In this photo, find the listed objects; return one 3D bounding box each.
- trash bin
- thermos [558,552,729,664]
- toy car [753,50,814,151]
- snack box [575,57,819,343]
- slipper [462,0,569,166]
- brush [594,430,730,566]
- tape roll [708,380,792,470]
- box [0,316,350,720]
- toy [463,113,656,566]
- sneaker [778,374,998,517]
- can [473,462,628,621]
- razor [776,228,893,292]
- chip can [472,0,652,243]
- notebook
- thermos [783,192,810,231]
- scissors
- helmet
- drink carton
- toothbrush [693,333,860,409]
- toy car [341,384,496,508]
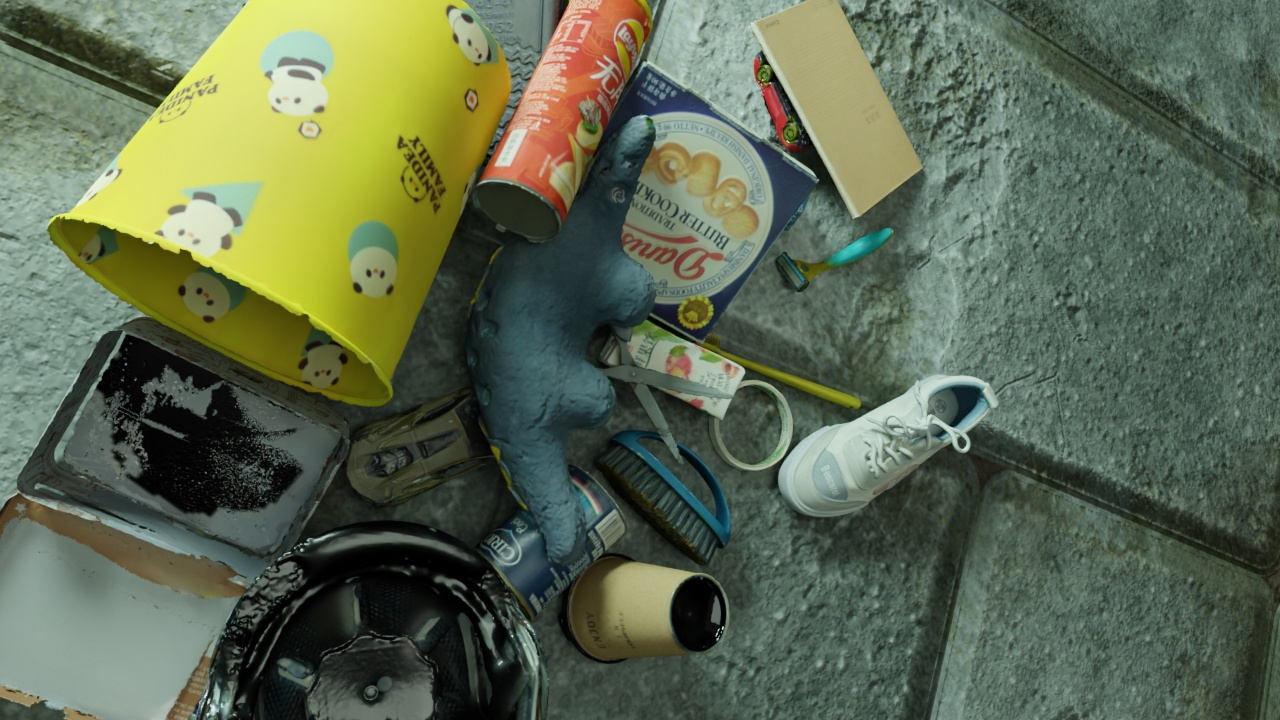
[{"bbox_3d":[-0.225,-0.132,0.642,0.229,0.230,0.254,29,69,-18],"label":"trash bin"},{"bbox_3d":[0.003,0.205,0.751,0.093,0.144,0.093,8,76,-35],"label":"thermos"},{"bbox_3d":[0.143,-0.258,0.905,0.049,0.031,0.106,-27,95,-40],"label":"toy car"},{"bbox_3d":[0.028,-0.131,0.792,0.178,0.045,0.183,28,107,-19],"label":"snack box"},{"bbox_3d":[-0.113,-0.298,0.780,0.111,0.083,0.268,3,99,8],"label":"slipper"},{"bbox_3d":[0.029,0.113,0.811,0.144,0.055,0.073,47,71,-12],"label":"brush"},{"bbox_3d":[0.105,0.061,0.872,0.085,0.014,0.085,2,84,-23],"label":"tape roll"},{"bbox_3d":[-0.342,0.122,0.639,0.177,0.082,0.260,29,88,-18],"label":"box"},{"bbox_3d":[-0.068,-0.027,0.725,0.138,0.091,0.356,12,86,16],"label":"toy"},{"bbox_3d":[0.248,0.082,0.890,0.241,0.091,0.089,-26,95,-22],"label":"sneaker"},{"bbox_3d":[-0.073,0.147,0.754,0.111,0.075,0.075,-40,101,-22],"label":"can"},{"bbox_3d":[0.200,-0.106,0.920,0.132,0.028,0.043,-24,63,-21],"label":"razor"},{"bbox_3d":[-0.056,-0.196,0.703,0.073,0.073,0.216,30,62,-18],"label":"chip can"},{"bbox_3d":[0.203,-0.263,0.926,0.149,0.012,0.211,-36,100,-39],"label":"notebook"},{"bbox_3d":[0.056,-0.180,0.847,0.220,0.070,0.070,17,79,-22],"label":"thermos"},{"bbox_3d":[-0.008,0.006,0.777,0.181,0.014,0.159,2,94,10],"label":"scissors"},{"bbox_3d":[-0.185,0.254,0.652,0.229,0.157,0.274,-10,82,-22],"label":"helmet"},{"bbox_3d":[0.027,0.003,0.826,0.122,0.045,0.053,26,88,-17],"label":"drink carton"},{"bbox_3d":[0.135,0.011,0.888,0.190,0.016,0.016,21,71,-20],"label":"toothbrush"},{"bbox_3d":[-0.162,0.064,0.743,0.157,0.042,0.070,-24,95,-26],"label":"toy car"}]
